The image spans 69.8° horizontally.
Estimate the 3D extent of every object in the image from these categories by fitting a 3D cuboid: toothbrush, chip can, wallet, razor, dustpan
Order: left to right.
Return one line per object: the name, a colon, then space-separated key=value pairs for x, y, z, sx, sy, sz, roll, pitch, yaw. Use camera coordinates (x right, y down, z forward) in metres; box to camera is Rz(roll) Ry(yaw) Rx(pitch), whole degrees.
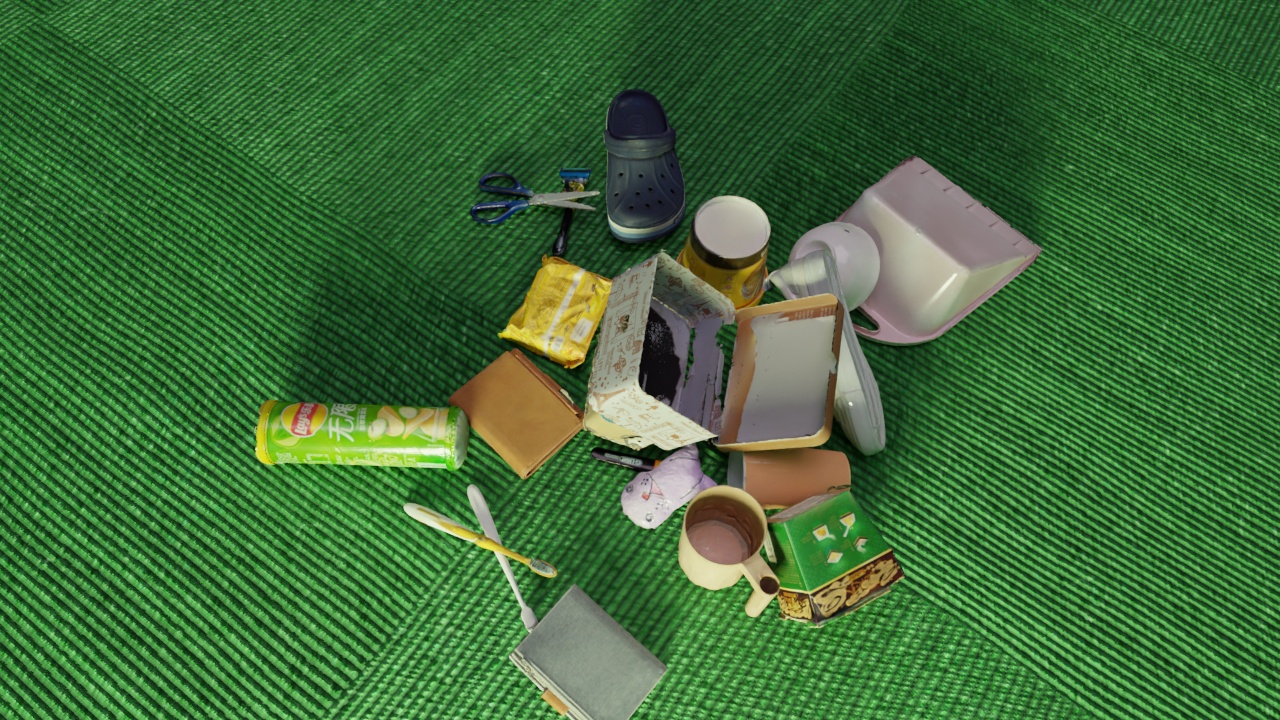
chip can: x=-0.301 y=0.082 z=1.010 sx=0.221 sy=0.073 sz=0.072 roll=3 pitch=62 yaw=-2
toothbrush: x=-0.174 y=0.189 z=0.976 sx=0.191 sy=0.018 sz=0.016 roll=20 pitch=69 yaw=17
toothbrush: x=-0.149 y=0.210 z=0.983 sx=0.016 sy=0.016 sz=0.180 roll=-22 pitch=63 yaw=-16
wallet: x=-0.139 y=0.057 z=1.055 sx=0.132 sy=0.031 sz=0.107 roll=42 pitch=70 yaw=16
razor: x=-0.094 y=-0.192 z=1.195 sx=0.043 sy=0.022 sz=0.142 roll=1 pitch=60 yaw=14
wallet: x=-0.054 y=0.306 z=0.922 sx=0.130 sy=0.037 sz=0.106 roll=40 pitch=60 yaw=11
dustpan: x=0.351 y=-0.136 z=1.197 sx=0.272 sy=0.139 sz=0.222 roll=-21 pitch=59 yaw=-45

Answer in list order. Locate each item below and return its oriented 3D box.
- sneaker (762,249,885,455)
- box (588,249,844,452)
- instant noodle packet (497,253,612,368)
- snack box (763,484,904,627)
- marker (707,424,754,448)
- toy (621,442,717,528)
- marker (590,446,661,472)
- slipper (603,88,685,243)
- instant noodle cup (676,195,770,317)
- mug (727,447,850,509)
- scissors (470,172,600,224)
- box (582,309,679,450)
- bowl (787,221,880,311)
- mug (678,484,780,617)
sneaker: x=0.208 y=-0.001 z=1.055 sx=0.091 sy=0.089 sz=0.242 roll=-19 pitch=89 yaw=27
box: x=0.073 y=-0.014 z=0.960 sx=0.227 sy=0.156 sz=0.179 roll=-8 pitch=55 yaw=33
instant noodle packet: x=-0.097 y=-0.057 z=1.111 sx=0.111 sy=0.044 sz=0.128 roll=23 pitch=65 yaw=7
snack box: x=0.182 y=0.195 z=0.932 sx=0.117 sy=0.118 sz=0.105 roll=-24 pitch=85 yaw=-16
marker: x=0.134 y=0.066 z=1.071 sx=0.130 sy=0.018 sz=0.022 roll=-28 pitch=80 yaw=-16
toy: x=0.029 y=0.142 z=1.004 sx=0.108 sy=0.039 sz=0.084 roll=-32 pitch=63 yaw=2
marker: x=0.004 y=0.118 z=1.038 sx=0.124 sy=0.015 sz=0.018 roll=13 pitch=60 yaw=4
slipper: x=0.005 y=-0.269 z=1.204 sx=0.105 sy=0.095 sz=0.252 roll=-3 pitch=58 yaw=-2
instant noodle cup: x=0.103 y=-0.130 z=1.120 sx=0.118 sy=0.115 sz=0.118 roll=1 pitch=61 yaw=-2
mug: x=0.163 y=0.129 z=1.010 sx=0.122 sy=0.078 sz=0.078 roll=3 pitch=61 yaw=-7
scissors: x=-0.142 y=-0.203 z=1.191 sx=0.171 sy=0.012 sz=0.140 roll=33 pitch=70 yaw=24
box: x=-0.006 y=0.006 z=1.058 sx=0.089 sy=0.059 sz=0.184 roll=20 pitch=62 yaw=-23
bowl: x=0.222 y=-0.116 z=1.113 sx=0.118 sy=0.064 sz=0.118 roll=-4 pitch=84 yaw=33
mug: x=0.093 y=0.201 z=0.947 sx=0.084 sy=0.104 sz=0.124 roll=-30 pitch=67 yaw=-18
